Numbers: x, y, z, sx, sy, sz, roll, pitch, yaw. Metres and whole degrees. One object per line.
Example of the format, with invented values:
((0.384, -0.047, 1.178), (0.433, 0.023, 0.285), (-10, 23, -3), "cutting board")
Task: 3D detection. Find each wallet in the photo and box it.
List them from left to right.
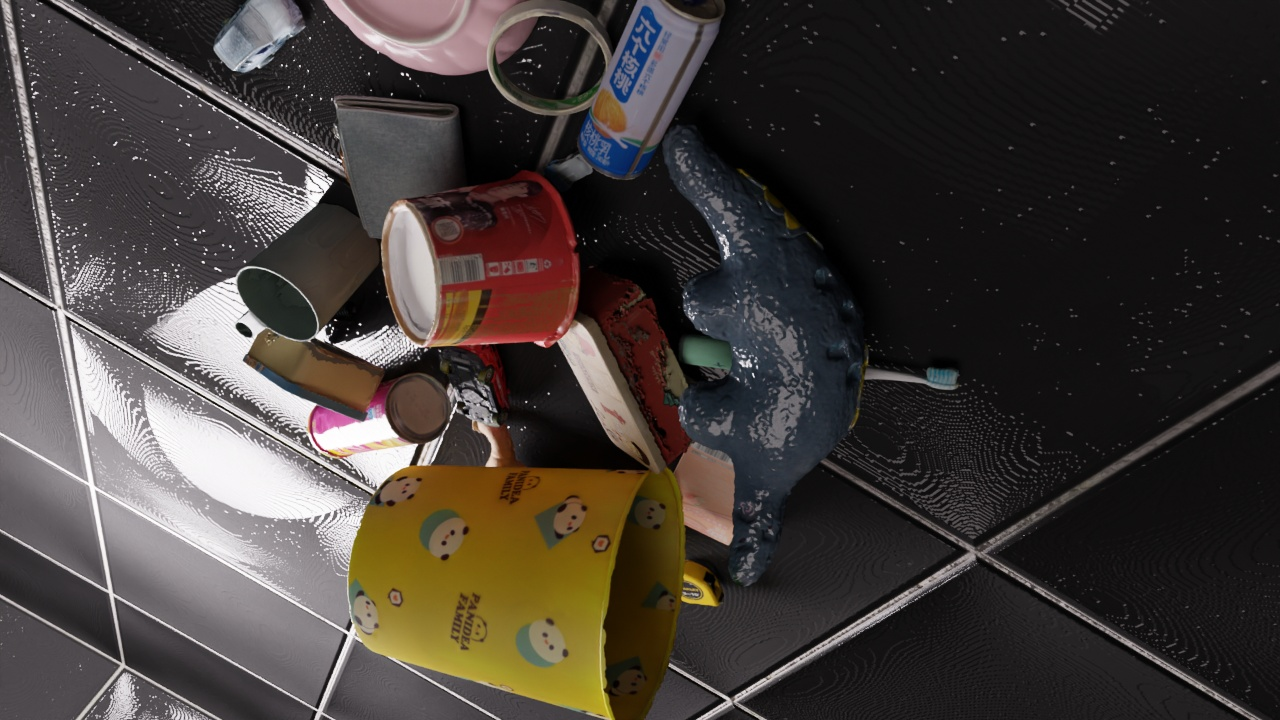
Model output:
((-0.192, -0.154, 0.751), (0.106, 0.036, 0.130), (9, 137, 6), "wallet")

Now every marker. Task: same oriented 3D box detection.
((-0.347, -0.049, 0.951), (0.131, 0.022, 0.018), (-1, 170, 29), "marker")

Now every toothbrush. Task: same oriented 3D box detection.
((0.137, 0.004, 0.734), (0.225, 0.026, 0.027), (8, 124, 22), "toothbrush")

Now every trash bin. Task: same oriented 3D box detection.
((-0.110, 0.201, 0.852), (0.256, 0.228, 0.230), (3, 133, 18), "trash bin")

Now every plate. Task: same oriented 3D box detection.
((-0.156, -0.274, 0.607), (0.192, 0.038, 0.193), (15, 137, 15), "plate")

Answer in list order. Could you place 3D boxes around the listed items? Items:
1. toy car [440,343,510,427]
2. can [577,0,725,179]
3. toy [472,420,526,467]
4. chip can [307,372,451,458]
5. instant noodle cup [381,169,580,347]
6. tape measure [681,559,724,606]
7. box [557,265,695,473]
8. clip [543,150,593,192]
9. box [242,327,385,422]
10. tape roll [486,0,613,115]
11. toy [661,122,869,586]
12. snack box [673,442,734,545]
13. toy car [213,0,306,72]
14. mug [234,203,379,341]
((-0.157, 0.020, 0.898), (0.053, 0.045, 0.121), (18, 144, 15), "toy car")
((0.005, -0.184, 0.599), (0.053, 0.053, 0.135), (31, 139, -3), "can")
((-0.121, 0.158, 0.998), (0.144, 0.082, 0.226), (-35, 107, 30), "toy")
((-0.276, 0.059, 0.953), (0.211, 0.071, 0.071), (-13, 125, 51), "chip can")
((-0.126, -0.073, 0.696), (0.138, 0.108, 0.138), (21, 116, 52), "instant noodle cup")
((0.059, 0.244, 1.017), (0.060, 0.028, 0.057), (-2, 131, 30), "tape measure")
((-0.005, 0.004, 0.772), (0.091, 0.076, 0.168), (29, 151, 50), "box")
((-0.050, -0.147, 0.695), (0.024, 0.029, 0.057), (50, 145, -19), "clip")
((-0.320, 0.007, 0.899), (0.089, 0.059, 0.184), (28, 174, -36), "box")
((-0.061, -0.204, 0.622), (0.086, 0.013, 0.086), (1, 144, 0), "tape roll")
((0.096, 0.002, 0.673), (0.138, 0.091, 0.357), (-9, 109, -8), "toy")
((0.075, 0.114, 0.879), (0.084, 0.026, 0.158), (25, 139, 3), "snack box")
((-0.296, -0.256, 0.708), (0.091, 0.034, 0.043), (-19, 117, 38), "toy car")
((-0.311, -0.076, 0.842), (0.124, 0.103, 0.083), (-21, 120, 42), "mug")
